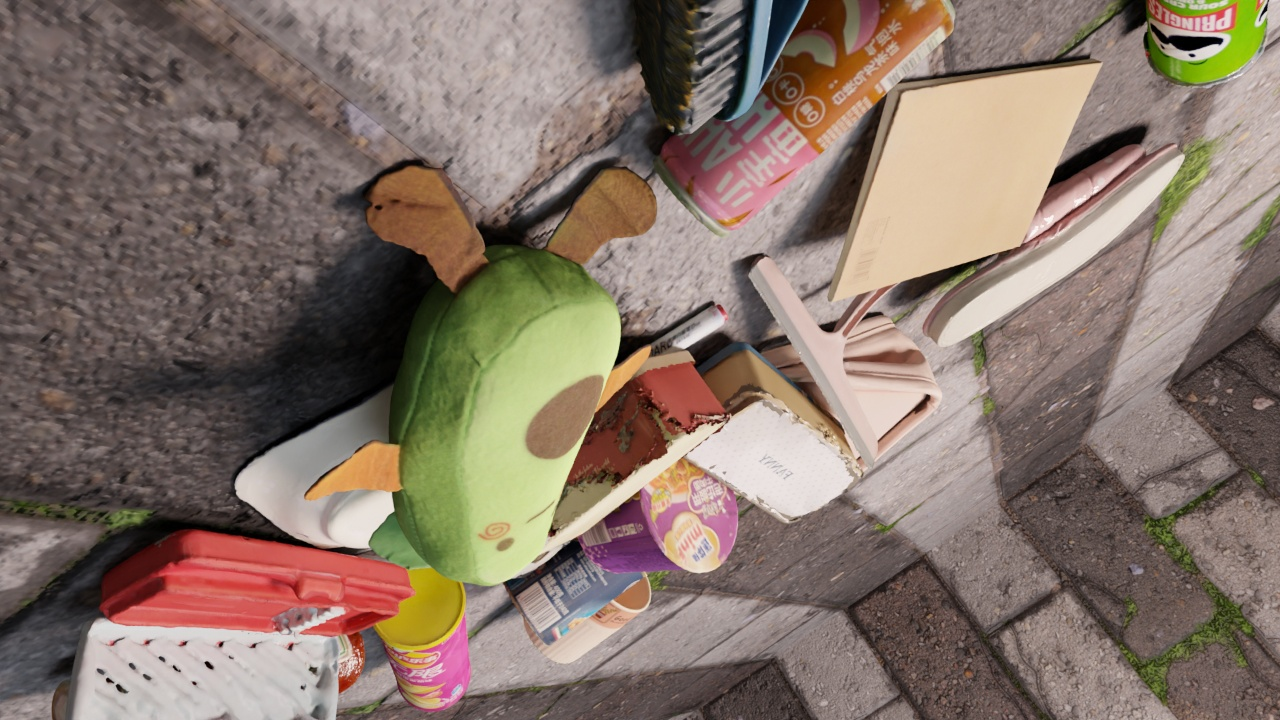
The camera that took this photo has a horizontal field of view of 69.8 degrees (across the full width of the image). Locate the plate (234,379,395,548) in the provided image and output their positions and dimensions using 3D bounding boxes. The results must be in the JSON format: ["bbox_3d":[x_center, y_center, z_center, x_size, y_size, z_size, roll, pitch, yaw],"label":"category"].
[{"bbox_3d":[-0.144,0.070,0.566,0.163,0.034,0.164,-30,154,-7],"label":"plate"}]

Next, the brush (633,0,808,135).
[{"bbox_3d":[0.035,-0.152,0.355,0.073,0.055,0.144,-25,153,-13],"label":"brush"}]

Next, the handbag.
[{"bbox_3d":[0.128,0.048,0.808,0.233,0.093,0.194,2,138,-39],"label":"handbag"}]

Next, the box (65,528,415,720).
[{"bbox_3d":[-0.235,0.181,0.566,0.119,0.098,0.201,-29,153,15],"label":"box"}]

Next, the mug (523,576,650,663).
[{"bbox_3d":[-0.066,0.235,0.908,0.114,0.081,0.106,30,118,-33],"label":"mug"}]

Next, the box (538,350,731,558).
[{"bbox_3d":[-0.022,0.073,0.632,0.169,0.076,0.091,-41,165,28],"label":"box"}]

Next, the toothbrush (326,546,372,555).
[{"bbox_3d":[-0.152,0.126,0.677,0.180,0.015,0.018,-11,153,-37],"label":"toothbrush"}]

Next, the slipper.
[{"bbox_3d":[0.355,-0.108,0.807,0.274,0.054,0.114,-35,155,-3],"label":"slipper"}]

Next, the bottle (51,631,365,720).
[{"bbox_3d":[-0.288,0.219,0.633,0.060,0.059,0.205,-45,152,23],"label":"bottle"}]

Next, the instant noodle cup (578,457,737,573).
[{"bbox_3d":[0.008,0.123,0.744,0.111,0.111,0.099,-4,165,-46],"label":"instant noodle cup"}]

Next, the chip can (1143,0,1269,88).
[{"bbox_3d":[0.325,-0.237,0.525,0.072,0.072,0.235,-42,153,17],"label":"chip can"}]

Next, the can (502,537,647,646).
[{"bbox_3d":[-0.060,0.194,0.825,0.111,0.075,0.075,-34,155,-8],"label":"can"}]

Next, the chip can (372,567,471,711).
[{"bbox_3d":[-0.180,0.238,0.777,0.071,0.071,0.211,-23,153,-21],"label":"chip can"}]

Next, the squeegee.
[{"bbox_3d":[0.212,-0.072,0.705,0.249,0.040,0.248,-43,129,-5],"label":"squeegee"}]

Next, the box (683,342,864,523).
[{"bbox_3d":[0.095,0.059,0.717,0.090,0.060,0.184,-35,132,18],"label":"box"}]

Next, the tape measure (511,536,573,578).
[{"bbox_3d":[-0.098,0.153,0.767,0.066,0.033,0.066,-42,154,14],"label":"tape measure"}]

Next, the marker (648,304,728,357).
[{"bbox_3d":[-0.004,0.004,0.631,0.145,0.017,0.017,-32,155,-4],"label":"marker"}]

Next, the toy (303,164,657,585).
[{"bbox_3d":[-0.070,0.019,0.472,0.226,0.090,0.247,-17,131,-42],"label":"toy"}]

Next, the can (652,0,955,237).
[{"bbox_3d":[0.076,-0.128,0.442,0.147,0.058,0.057,-42,153,18],"label":"can"}]

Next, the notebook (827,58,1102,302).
[{"bbox_3d":[0.222,-0.124,0.626,0.211,0.012,0.150,-17,134,-31],"label":"notebook"}]
